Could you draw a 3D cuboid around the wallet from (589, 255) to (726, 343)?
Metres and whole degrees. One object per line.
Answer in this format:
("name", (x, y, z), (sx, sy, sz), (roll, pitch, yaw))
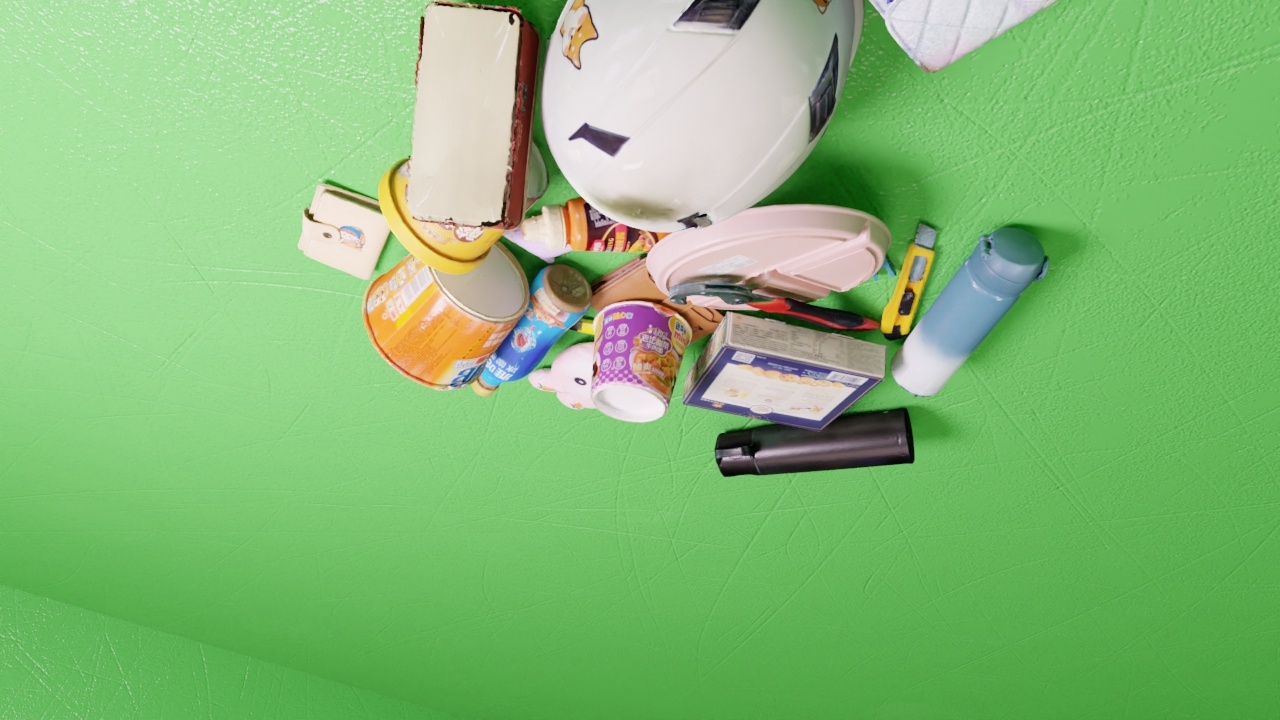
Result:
("wallet", (0.018, -0.059, 1.001), (0.131, 0.031, 0.108), (32, 140, -33))

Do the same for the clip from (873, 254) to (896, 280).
("clip", (0.238, -0.100, 0.914), (0.048, 0.014, 0.057), (-11, 142, 28))

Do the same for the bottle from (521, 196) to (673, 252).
("bottle", (-0.036, -0.128, 0.848), (0.149, 0.066, 0.067), (-8, 147, -13))

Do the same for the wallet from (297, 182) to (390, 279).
("wallet", (-0.311, -0.134, 0.961), (0.087, 0.024, 0.115), (22, 144, -18))

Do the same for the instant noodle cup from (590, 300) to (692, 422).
("instant noodle cup", (-0.006, 0.006, 0.989), (0.111, 0.099, 0.112), (9, 149, 5))

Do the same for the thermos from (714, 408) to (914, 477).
("thermos", (0.215, 0.110, 1.156), (0.243, 0.068, 0.089), (-9, 176, 21))

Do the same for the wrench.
("wrench", (0.145, -0.052, 0.925), (0.273, 0.016, 0.056), (7, 165, -34))

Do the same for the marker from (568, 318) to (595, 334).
("marker", (-0.084, -0.045, 1.054), (0.124, 0.015, 0.018), (11, 141, 0))

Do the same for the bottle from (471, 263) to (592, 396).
("bottle", (-0.132, -0.024, 1.028), (0.065, 0.065, 0.219), (24, 138, -23))

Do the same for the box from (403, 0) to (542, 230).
("box", (-0.134, -0.189, 0.717), (0.091, 0.168, 0.075), (7, -173, 7))

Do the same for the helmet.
("helmet", (0.039, -0.195, 0.694), (0.230, 0.156, 0.275), (31, 138, -31))

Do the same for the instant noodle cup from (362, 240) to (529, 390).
("instant noodle cup", (-0.193, -0.061, 0.945), (0.151, 0.151, 0.112), (28, 131, -27))

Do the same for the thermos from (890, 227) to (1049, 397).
("thermos", (0.329, -0.045, 0.931), (0.070, 0.070, 0.221), (12, 145, -6))

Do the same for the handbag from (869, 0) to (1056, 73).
("handbag", (0.239, -0.285, 0.600), (0.134, 0.075, 0.194), (33, 138, -32))

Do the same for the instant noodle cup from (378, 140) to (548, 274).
("instant noodle cup", (-0.154, -0.156, 0.827), (0.115, 0.118, 0.118), (-31, 130, 31))

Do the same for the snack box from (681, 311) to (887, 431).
("snack box", (0.156, 0.018, 1.039), (0.178, 0.045, 0.183), (12, 156, -8))

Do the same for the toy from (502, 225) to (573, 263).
("toy", (-0.074, -0.127, 0.914), (0.108, 0.039, 0.083), (-16, 157, 27))

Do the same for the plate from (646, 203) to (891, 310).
("plate", (0.120, -0.089, 0.867), (0.229, 0.028, 0.230), (-2, 166, -1))

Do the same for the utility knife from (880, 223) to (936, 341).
("utility knife", (0.274, -0.075, 0.941), (0.033, 0.015, 0.181), (2, 144, 4))

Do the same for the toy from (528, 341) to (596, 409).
("toy", (-0.062, 0.024, 1.117), (0.121, 0.054, 0.160), (33, 146, -31))
